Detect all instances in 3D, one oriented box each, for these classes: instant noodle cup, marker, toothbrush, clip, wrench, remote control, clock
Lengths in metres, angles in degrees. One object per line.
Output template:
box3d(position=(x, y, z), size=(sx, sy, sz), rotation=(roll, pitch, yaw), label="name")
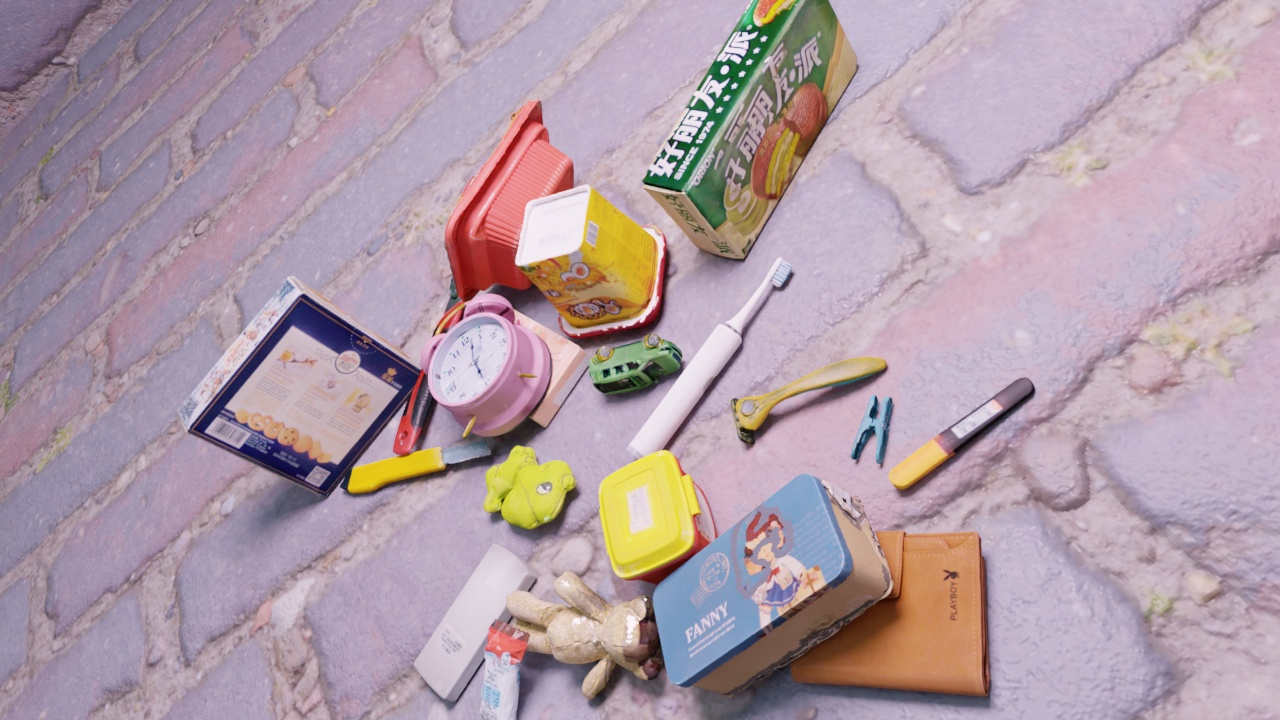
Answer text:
box3d(position=(-0.127, -0.155, 0.954), size=(0.079, 0.165, 0.188), rotation=(24, 69, 6), label="instant noodle cup")
box3d(position=(0.235, 0.054, 0.671), size=(0.124, 0.015, 0.018), rotation=(-38, 50, 6), label="marker")
box3d(position=(0.063, -0.001, 0.813), size=(0.026, 0.027, 0.221), rotation=(37, 86, 3), label="toothbrush")
box3d(position=(-0.050, -0.097, 0.880), size=(0.116, 0.123, 0.115), rotation=(-10, 59, 30), label="instant noodle cup")
box3d(position=(0.181, 0.053, 0.708), size=(0.041, 0.014, 0.056), rotation=(8, 70, 37), label="clip")
box3d(position=(-0.217, -0.021, 1.017), size=(0.056, 0.016, 0.272), rotation=(-1, 61, 38), label="wrench")
box3d(position=(-0.148, 0.233, 0.824), size=(0.056, 0.019, 0.135), rotation=(27, 81, 41), label="remote control")
box3d(position=(-0.158, -0.001, 0.905), size=(0.117, 0.060, 0.158), rotation=(-42, 47, 7), label="clock")

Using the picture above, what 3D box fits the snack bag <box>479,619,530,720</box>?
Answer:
box3d(position=(-0.114, 0.270, 0.759), size=(0.048, 0.026, 0.104), rotation=(12, 101, 40), label="snack bag")

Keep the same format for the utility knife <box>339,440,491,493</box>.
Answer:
box3d(position=(-0.235, 0.111, 0.957), size=(0.217, 0.015, 0.033), rotation=(-15, 56, 30), label="utility knife")

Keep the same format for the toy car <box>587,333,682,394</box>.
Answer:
box3d(position=(-0.005, 0.005, 0.844), size=(0.091, 0.043, 0.036), rotation=(-19, 52, 27), label="toy car")

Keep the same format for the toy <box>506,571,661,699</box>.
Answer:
box3d(position=(-0.049, 0.217, 0.744), size=(0.158, 0.066, 0.105), rotation=(-4, 94, 37), label="toy")

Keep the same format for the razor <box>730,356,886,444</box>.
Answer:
box3d(position=(0.136, 0.025, 0.749), size=(0.133, 0.028, 0.043), rotation=(-24, 49, 19), label="razor")

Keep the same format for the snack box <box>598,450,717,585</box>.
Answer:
box3d(position=(0.020, 0.130, 0.729), size=(0.082, 0.080, 0.091), rotation=(-28, 51, 19), label="snack box")

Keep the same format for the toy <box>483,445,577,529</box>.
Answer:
box3d(position=(-0.106, 0.121, 0.854), size=(0.097, 0.031, 0.100), rotation=(-40, 44, 8), label="toy")

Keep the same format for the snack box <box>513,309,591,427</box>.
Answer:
box3d(position=(-0.126, -0.001, 0.942), size=(0.157, 0.026, 0.084), rotation=(29, 82, 41), label="snack box")

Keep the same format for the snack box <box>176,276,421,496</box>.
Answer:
box3d(position=(-0.352, 0.034, 0.974), size=(0.182, 0.178, 0.046), rotation=(-51, 45, -3), label="snack box")

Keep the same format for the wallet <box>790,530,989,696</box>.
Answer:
box3d(position=(0.171, 0.172, 0.635), size=(0.132, 0.031, 0.107), rotation=(-7, 62, 31), label="wallet")

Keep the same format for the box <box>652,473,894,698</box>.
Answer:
box3d(position=(0.084, 0.165, 0.649), size=(0.185, 0.060, 0.089), rotation=(-43, 37, 23), label="box")

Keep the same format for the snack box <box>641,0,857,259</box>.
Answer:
box3d(position=(0.106, -0.224, 0.854), size=(0.063, 0.114, 0.240), rotation=(24, 78, 41), label="snack box")
